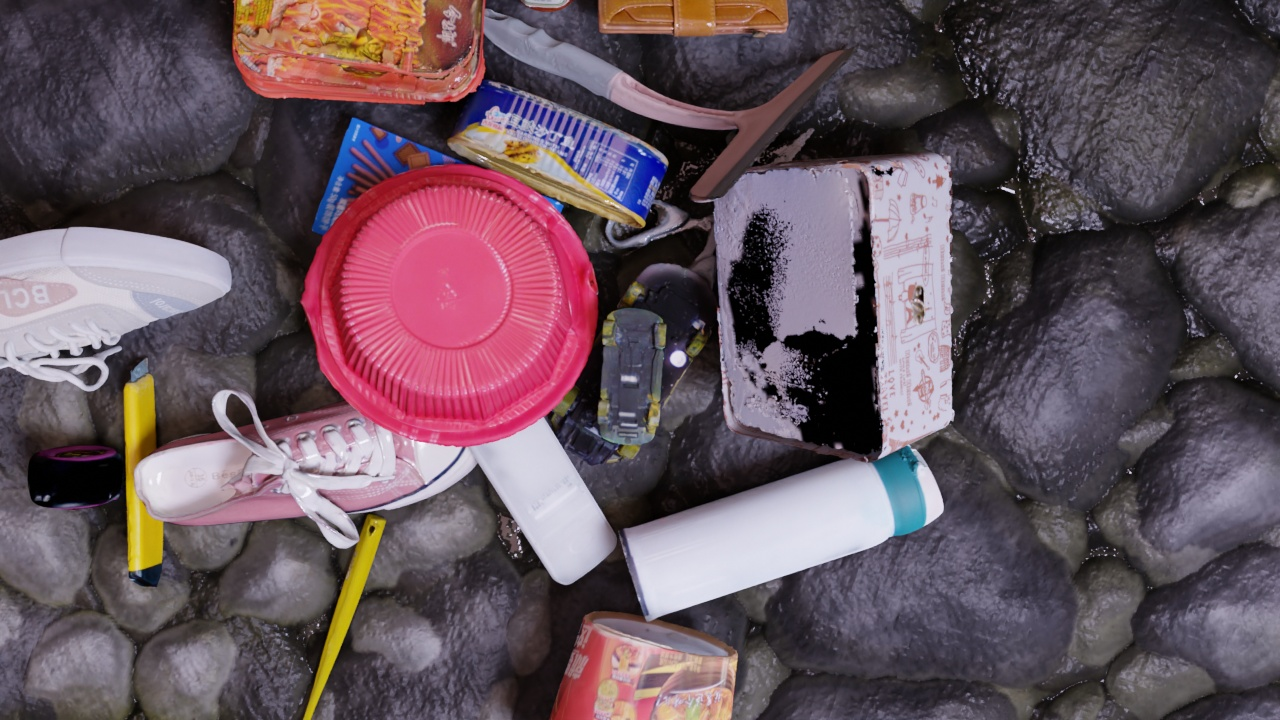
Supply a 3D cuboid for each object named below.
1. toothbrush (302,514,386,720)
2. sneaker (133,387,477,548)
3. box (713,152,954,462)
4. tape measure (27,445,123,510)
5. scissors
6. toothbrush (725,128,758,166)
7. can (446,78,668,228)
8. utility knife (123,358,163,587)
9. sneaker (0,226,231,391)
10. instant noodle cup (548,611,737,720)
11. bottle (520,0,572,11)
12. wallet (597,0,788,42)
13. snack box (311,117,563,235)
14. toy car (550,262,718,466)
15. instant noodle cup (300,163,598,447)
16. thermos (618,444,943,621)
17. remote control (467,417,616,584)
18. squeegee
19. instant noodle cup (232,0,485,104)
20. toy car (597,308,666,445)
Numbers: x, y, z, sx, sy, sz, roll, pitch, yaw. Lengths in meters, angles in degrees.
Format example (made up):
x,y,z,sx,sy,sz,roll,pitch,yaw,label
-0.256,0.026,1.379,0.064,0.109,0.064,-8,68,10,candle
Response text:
x,y,z,sx,sy,sz,roll,pitch,yaw,label
-0.223,0.203,0.666,0.015,0.016,0.190,20,91,-3,toothbrush
-0.224,0.070,0.623,0.241,0.088,0.118,-9,92,-6,sneaker
0.150,-0.045,0.612,0.180,0.154,0.182,-15,106,-36,box
-0.391,0.082,0.635,0.057,0.058,0.039,1,97,-22,tape measure
0.057,-0.097,0.658,0.175,0.014,0.159,12,97,4,scissors
0.099,-0.081,0.669,0.017,0.014,0.189,-20,93,6,toothbrush
-0.056,-0.141,0.629,0.148,0.074,0.049,23,90,6,can
-0.354,0.080,0.651,0.015,0.033,0.164,-2,89,2,utility knife
-0.398,-0.028,0.612,0.242,0.089,0.090,-5,77,2,sneaker
0.000,0.237,0.623,0.138,0.138,0.108,13,83,-3,instant noodle cup
-0.065,-0.275,0.559,0.060,0.206,0.060,0,91,-1,bottle
0.035,-0.264,0.639,0.130,0.035,0.119,-1,68,-3,wallet
-0.143,-0.102,0.650,0.157,0.026,0.084,22,96,-2,snack box
-0.004,0.004,0.651,0.070,0.042,0.158,33,99,-4,toy car
-0.121,-0.040,0.590,0.193,0.066,0.193,1,86,-8,instant noodle cup
0.101,0.120,0.651,0.224,0.073,0.073,-18,93,-2,thermos
-0.069,0.092,0.649,0.055,0.020,0.136,-36,105,-22,remote control
-0.008,-0.191,0.625,0.250,0.246,0.040,24,135,17,squeegee
-0.180,-0.261,0.618,0.164,0.079,0.189,4,90,-1,instant noodle cup
-0.006,0.010,0.613,0.043,0.036,0.091,5,99,1,toy car
